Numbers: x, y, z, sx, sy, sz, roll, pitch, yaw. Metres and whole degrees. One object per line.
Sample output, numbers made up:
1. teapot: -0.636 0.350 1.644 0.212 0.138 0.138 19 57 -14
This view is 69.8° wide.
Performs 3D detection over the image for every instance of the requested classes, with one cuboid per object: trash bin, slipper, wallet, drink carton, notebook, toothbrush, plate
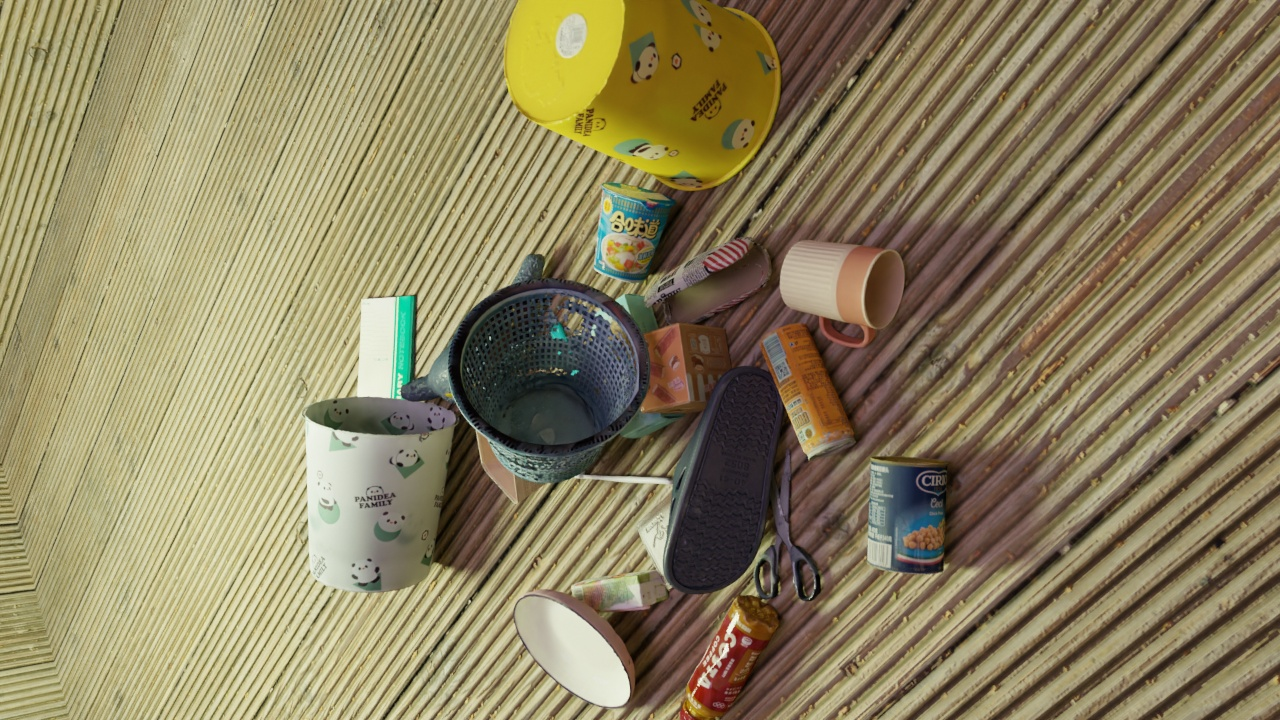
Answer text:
1. trash bin: -0.110 0.046 1.107 0.195 0.226 0.226 102 145 -62
2. trash bin: -0.003 -0.334 1.060 0.230 0.254 0.229 -3 85 41
3. slipper: 0.094 0.137 1.065 0.083 0.110 0.268 -175 101 -77
4. wallet: 0.055 0.208 1.131 0.125 0.032 0.101 -48 57 27
5. drink carton: -0.028 0.300 1.181 0.123 0.053 0.045 -18 78 39
6. notebook: -0.436 -0.004 1.574 0.151 0.012 0.209 0 87 40
7. trash bin: -0.404 0.202 1.408 0.230 0.229 0.252 15 103 40
8. toothbrush: -0.027 0.153 1.214 0.180 0.016 0.016 -2 81 41
9. plate: -0.080 0.367 1.191 0.192 0.038 0.193 23 134 26

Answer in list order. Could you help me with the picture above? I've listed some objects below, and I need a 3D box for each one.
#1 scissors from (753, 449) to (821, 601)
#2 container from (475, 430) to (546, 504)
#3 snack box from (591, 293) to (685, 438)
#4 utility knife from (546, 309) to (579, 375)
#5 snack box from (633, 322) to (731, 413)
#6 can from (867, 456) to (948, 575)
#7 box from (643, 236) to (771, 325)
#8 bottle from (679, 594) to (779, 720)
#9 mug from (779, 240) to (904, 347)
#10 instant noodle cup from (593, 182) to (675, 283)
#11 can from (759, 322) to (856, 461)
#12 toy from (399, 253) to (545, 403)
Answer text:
1. scissors: 0.167 0.194 1.050 0.163 0.014 0.165 43 112 35
2. container: -0.149 0.117 1.243 0.090 0.110 0.090 40 146 34
3. snack box: -0.007 0.007 1.179 0.074 0.051 0.174 -30 69 37
4. utility knife: -0.098 -0.002 1.284 0.029 0.013 0.174 -41 59 29
5. snack box: 0.052 0.012 1.102 0.077 0.092 0.094 -16 78 39
6. can: 0.268 0.155 0.922 0.075 0.075 0.111 2 90 41
7. box: 0.071 -0.101 1.097 0.164 0.086 0.076 -25 61 39
8. bottle: 0.099 0.357 1.068 0.057 0.057 0.175 38 112 35
9. mug: 0.216 -0.070 0.983 0.106 0.081 0.115 16 128 42
10. instant noodle cup: -0.016 -0.162 1.173 0.099 0.099 0.110 30 114 37
11. can: 0.183 0.033 1.011 0.058 0.058 0.146 -33 67 34
12. toy: -0.247 -0.010 1.362 0.357 0.091 0.137 -39 52 30
